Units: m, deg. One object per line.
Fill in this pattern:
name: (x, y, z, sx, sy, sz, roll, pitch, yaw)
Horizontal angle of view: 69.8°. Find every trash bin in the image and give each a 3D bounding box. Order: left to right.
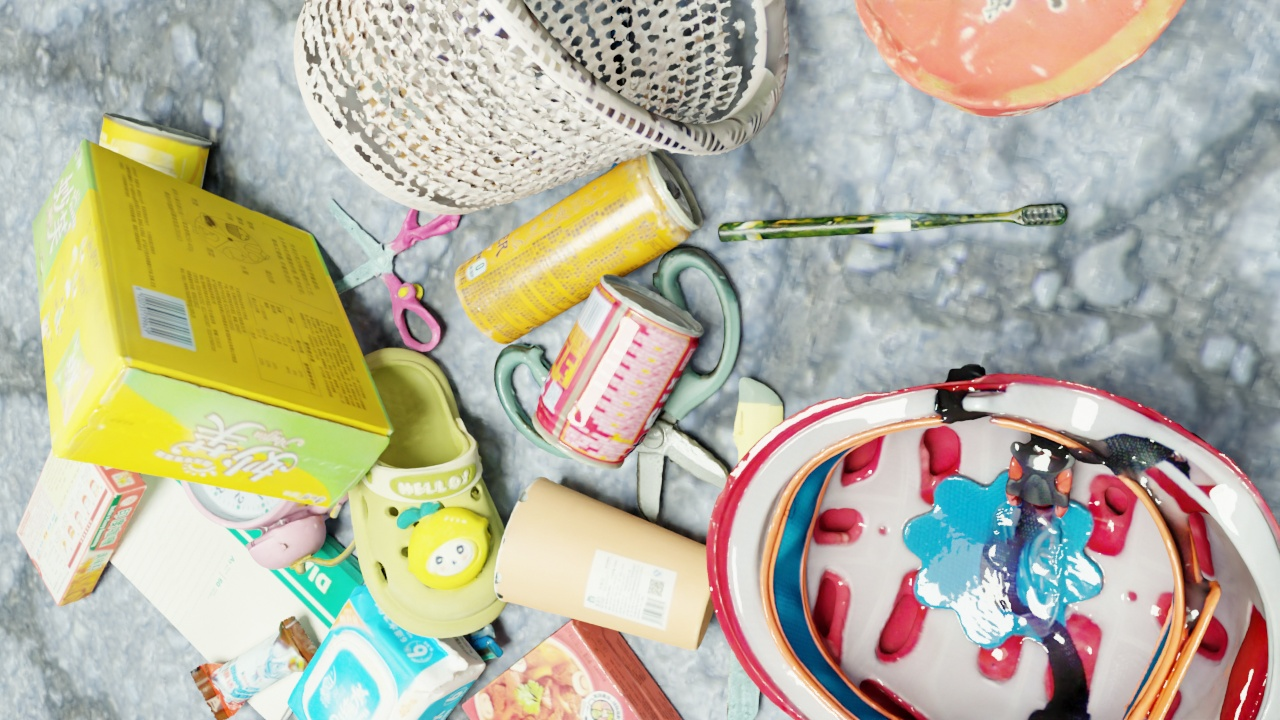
trash bin: (-0.067, -0.176, 0.468, 0.193, 0.226, 0.227, -20, 87, 43)

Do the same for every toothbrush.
toothbrush: (-0.013, -0.191, 0.549, 0.014, 0.016, 0.189, 4, 97, 24)
toothbrush: (0.132, -0.075, 0.503, 0.186, 0.017, 0.012, 0, 97, 21)

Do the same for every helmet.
helmet: (0.167, 0.105, 0.442, 0.240, 0.143, 0.207, 13, 98, 33)

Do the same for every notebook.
notebook: (-0.309, 0.151, 0.689, 0.209, 0.012, 0.150, 37, 105, 14)

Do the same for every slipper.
slipper: (-0.138, 0.076, 0.565, 0.091, 0.082, 0.190, -16, 77, -18)

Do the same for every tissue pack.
tissue pack: (-0.171, 0.211, 0.606, 0.090, 0.063, 0.140, 44, 114, 20)

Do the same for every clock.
clock: (-0.245, 0.074, 0.627, 0.158, 0.059, 0.117, 40, 100, 13)

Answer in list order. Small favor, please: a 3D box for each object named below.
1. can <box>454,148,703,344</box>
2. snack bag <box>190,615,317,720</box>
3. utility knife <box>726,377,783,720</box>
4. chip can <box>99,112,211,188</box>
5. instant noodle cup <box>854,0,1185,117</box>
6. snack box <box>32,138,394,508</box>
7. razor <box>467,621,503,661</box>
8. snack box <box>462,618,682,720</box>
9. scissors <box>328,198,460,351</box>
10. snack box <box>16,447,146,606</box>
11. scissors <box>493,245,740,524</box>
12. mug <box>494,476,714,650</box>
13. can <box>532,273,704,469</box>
can: (-0.039, -0.066, 0.545, 0.146, 0.058, 0.058, -29, 84, 20)
snack bag: (-0.275, 0.222, 0.660, 0.104, 0.026, 0.048, -28, 96, 20)
utility knife: (0.066, 0.117, 0.540, 0.031, 0.022, 0.213, 3, 89, 1)
chip can: (-0.366, -0.063, 0.660, 0.072, 0.072, 0.213, 21, 101, 18)
instant noodle cup: (0.176, -0.176, 0.429, 0.138, 0.108, 0.138, 2, 94, 20)
snack box: (-0.252, -0.021, 0.538, 0.070, 0.157, 0.210, -48, 50, 16)
razor: (-0.133, 0.135, 0.615, 0.043, 0.022, 0.142, -36, 84, 48)
snack box: (-0.046, 0.238, 0.580, 0.127, 0.044, 0.113, -42, 80, 19)
scissors: (-0.168, -0.069, 0.617, 0.133, 0.017, 0.135, 47, 110, 15)
snack box: (-0.431, 0.115, 0.703, 0.077, 0.027, 0.156, 50, 121, 14)
scissors: (-0.003, 0.003, 0.560, 0.170, 0.019, 0.179, 30, 103, 17)
mug: (-0.015, 0.124, 0.546, 0.123, 0.078, 0.078, 15, 99, 14)
can: (-0.014, 0.007, 0.518, 0.066, 0.066, 0.094, 33, 104, 15)
